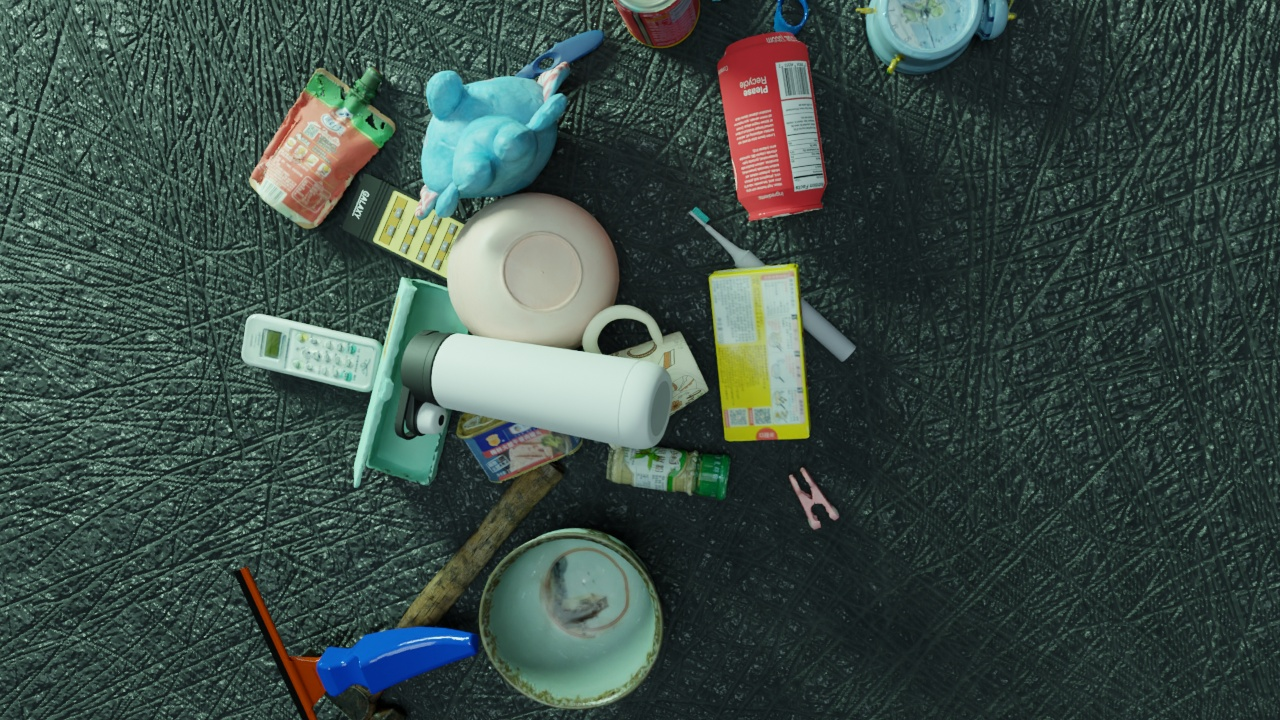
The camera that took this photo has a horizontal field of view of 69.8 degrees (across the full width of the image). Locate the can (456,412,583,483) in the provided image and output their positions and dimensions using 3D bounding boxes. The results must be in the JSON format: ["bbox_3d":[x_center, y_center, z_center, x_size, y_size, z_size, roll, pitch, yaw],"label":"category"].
[{"bbox_3d":[-0.107,0.062,0.825,0.100,0.053,0.059,-22,117,8],"label":"can"}]

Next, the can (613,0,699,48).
[{"bbox_3d":[0.012,-0.296,0.735,0.067,0.124,0.067,1,98,6],"label":"can"}]

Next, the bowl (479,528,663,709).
[{"bbox_3d":[-0.055,0.218,0.826,0.160,0.093,0.160,1,97,7],"label":"bowl"}]

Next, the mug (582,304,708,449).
[{"bbox_3d":[-0.005,0.005,0.796,0.097,0.081,0.122,-26,115,2],"label":"mug"}]

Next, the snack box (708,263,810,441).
[{"bbox_3d":[0.105,-0.005,0.800,0.075,0.025,0.152,-3,103,14],"label":"snack box"}]

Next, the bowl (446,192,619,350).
[{"bbox_3d":[-0.088,-0.074,0.781,0.153,0.076,0.153,0,92,-10],"label":"bowl"}]

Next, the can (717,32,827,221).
[{"bbox_3d":[0.110,-0.192,0.762,0.074,0.074,0.142,-9,96,8],"label":"can"}]

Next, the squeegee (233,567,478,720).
[{"bbox_3d":[-0.237,0.276,0.845,0.185,0.055,0.249,-14,106,11],"label":"squeegee"}]

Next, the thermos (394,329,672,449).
[{"bbox_3d":[-0.093,0.036,0.750,0.230,0.068,0.101,9,101,19],"label":"thermos"}]

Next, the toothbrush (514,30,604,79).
[{"bbox_3d":[-0.091,-0.257,0.807,0.132,0.016,0.021,-25,96,10],"label":"toothbrush"}]

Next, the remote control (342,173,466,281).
[{"bbox_3d":[-0.202,-0.117,0.840,0.133,0.013,0.058,26,100,3],"label":"remote control"}]

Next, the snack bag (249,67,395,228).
[{"bbox_3d":[-0.284,-0.200,0.829,0.087,0.044,0.155,37,96,-4],"label":"snack bag"}]

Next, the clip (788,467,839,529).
[{"bbox_3d":[0.151,0.127,0.828,0.060,0.023,0.043,38,98,-5],"label":"clip"}]

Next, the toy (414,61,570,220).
[{"bbox_3d":[-0.129,-0.180,0.740,0.183,0.180,0.115,-39,107,8],"label":"toy"}]

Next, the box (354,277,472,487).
[{"bbox_3d":[-0.212,0.023,0.821,0.077,0.091,0.188,18,99,5],"label":"box"}]

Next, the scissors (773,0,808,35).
[{"bbox_3d":[0.122,-0.334,0.775,0.130,0.014,0.117,-41,88,6],"label":"scissors"}]

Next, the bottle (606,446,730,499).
[{"bbox_3d":[0.025,0.099,0.828,0.110,0.042,0.043,7,98,7],"label":"bottle"}]

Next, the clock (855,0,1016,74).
[{"bbox_3d":[0.244,-0.289,0.745,0.124,0.051,0.089,-27,92,10],"label":"clock"}]

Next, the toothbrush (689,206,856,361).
[{"bbox_3d":[0.114,-0.068,0.806,0.188,0.018,0.019,42,106,0],"label":"toothbrush"}]

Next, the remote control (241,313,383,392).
[{"bbox_3d":[-0.307,-0.008,0.862,0.133,0.022,0.050,13,99,5],"label":"remote control"}]

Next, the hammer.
[{"bbox_3d":[-0.192,0.212,0.874,0.120,0.033,0.330,40,99,2],"label":"hammer"}]
